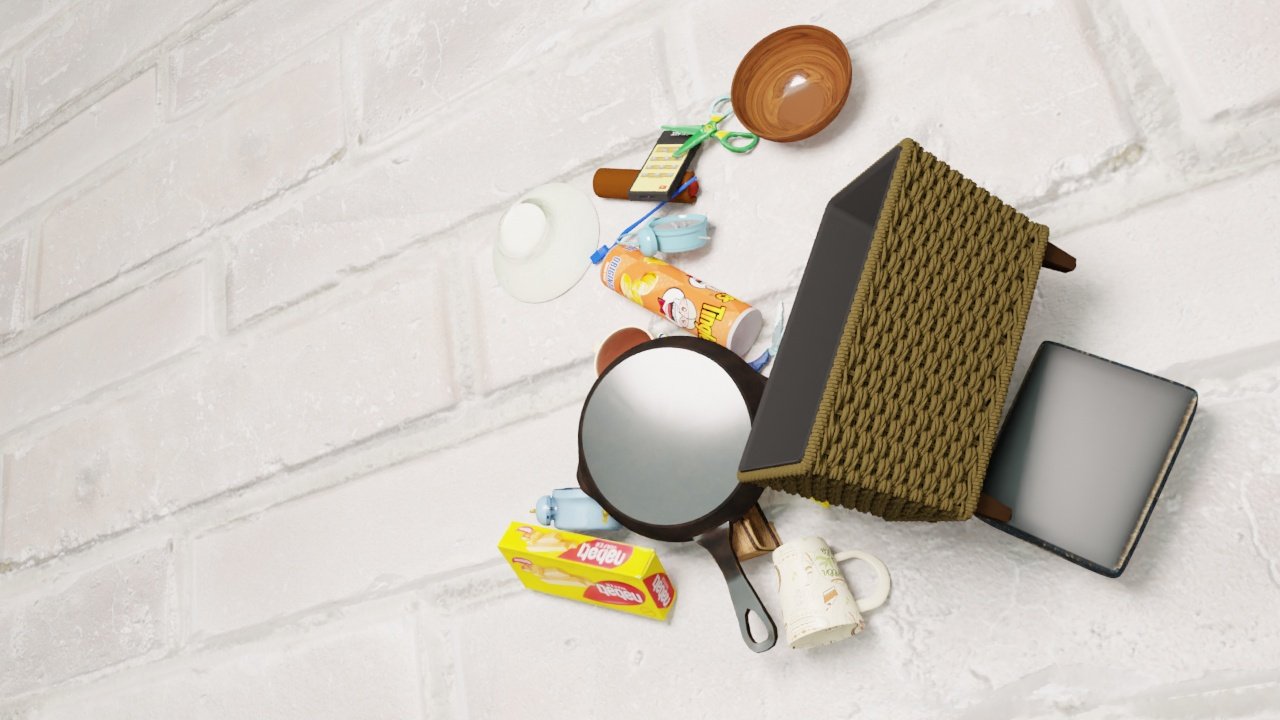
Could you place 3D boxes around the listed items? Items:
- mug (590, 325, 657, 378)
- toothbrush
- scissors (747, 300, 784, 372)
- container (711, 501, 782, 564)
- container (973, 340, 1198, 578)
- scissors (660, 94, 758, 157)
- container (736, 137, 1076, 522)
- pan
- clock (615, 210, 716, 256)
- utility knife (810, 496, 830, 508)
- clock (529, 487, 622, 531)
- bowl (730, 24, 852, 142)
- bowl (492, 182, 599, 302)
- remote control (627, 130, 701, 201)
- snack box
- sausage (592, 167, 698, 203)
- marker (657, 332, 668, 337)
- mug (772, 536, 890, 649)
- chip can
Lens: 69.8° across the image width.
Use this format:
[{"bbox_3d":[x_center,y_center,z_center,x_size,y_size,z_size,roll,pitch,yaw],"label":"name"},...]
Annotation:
[{"bbox_3d":[-0.007,0.006,1.106,0.111,0.104,0.085,24,88,32],"label":"mug"},{"bbox_3d":[0.001,-0.182,1.185,0.187,0.016,0.011,-36,90,29],"label":"toothbrush"},{"bbox_3d":[0.147,-0.015,1.077,0.086,0.015,0.135,4,77,20],"label":"scissors"},{"bbox_3d":[0.100,0.174,1.028,0.061,0.063,0.114,-38,62,22],"label":"container"},{"bbox_3d":[0.417,0.092,0.871,0.145,0.071,0.187,24,88,31],"label":"container"},{"bbox_3d":[0.088,-0.301,1.172,0.129,0.012,0.119,7,66,7],"label":"scissors"},{"bbox_3d":[0.257,-0.004,0.874,0.205,0.177,0.320,22,76,-8],"label":"container"},{"bbox_3d":[0.057,0.139,0.976,0.249,0.043,0.355,-27,75,13],"label":"pan"},{"bbox_3d":[0.029,-0.160,1.146,0.123,0.087,0.042,-4,112,13],"label":"clock"},{"bbox_3d":[0.144,0.115,1.038,0.171,0.028,0.020,31,87,31],"label":"utility knife"},{"bbox_3d":[-0.074,0.179,1.104,0.125,0.088,0.051,-4,80,25],"label":"clock"},{"bbox_3d":[0.190,-0.323,1.112,0.147,0.069,0.147,-8,72,25],"label":"bowl"},{"bbox_3d":[-0.146,-0.171,1.259,0.177,0.057,0.176,-8,73,27],"label":"bowl"},{"bbox_3d":[0.033,-0.251,1.172,0.058,0.013,0.133,5,50,27],"label":"remote control"},{"bbox_3d":[-0.064,0.245,1.074,0.201,0.092,0.042,5,47,29],"label":"snack box"},{"bbox_3d":[0.005,-0.230,1.205,0.156,0.040,0.040,9,80,29],"label":"sausage"},{"bbox_3d":[0.069,0.005,1.118,0.132,0.014,0.014,38,95,31],"label":"marker"},{"bbox_3d":[0.199,0.235,0.958,0.122,0.081,0.097,-15,60,2],"label":"mug"},{"bbox_3d":[0.046,-0.077,1.125,0.210,0.062,0.062,31,91,31],"label":"chip can"}]
